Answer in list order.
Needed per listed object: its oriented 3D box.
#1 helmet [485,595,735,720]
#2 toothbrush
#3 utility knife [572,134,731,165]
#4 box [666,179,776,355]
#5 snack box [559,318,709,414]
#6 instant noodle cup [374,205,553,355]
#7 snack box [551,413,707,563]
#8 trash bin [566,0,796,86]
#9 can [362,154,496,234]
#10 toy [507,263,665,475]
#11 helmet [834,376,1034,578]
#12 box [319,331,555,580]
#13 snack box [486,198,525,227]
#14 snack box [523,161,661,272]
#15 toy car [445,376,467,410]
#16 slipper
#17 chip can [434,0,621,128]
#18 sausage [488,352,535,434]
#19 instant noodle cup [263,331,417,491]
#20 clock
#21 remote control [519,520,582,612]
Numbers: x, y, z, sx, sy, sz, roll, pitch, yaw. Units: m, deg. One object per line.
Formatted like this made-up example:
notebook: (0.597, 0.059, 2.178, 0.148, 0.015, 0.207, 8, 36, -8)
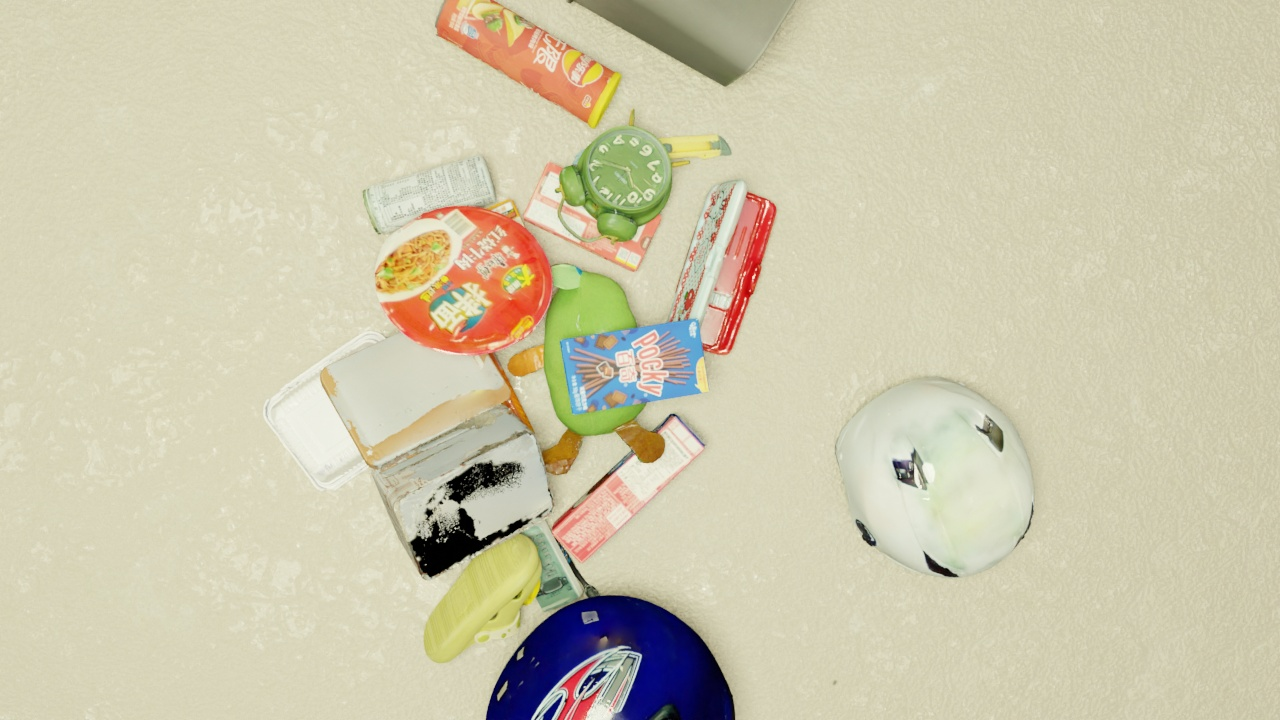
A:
helmet: (-0.055, 0.415, 1.021, 0.240, 0.247, 0.315, 38, 81, -23)
toothbrush: (-0.103, 0.230, 1.130, 0.014, 0.016, 0.189, -37, 94, -10)
utility knife: (0.014, -0.255, 1.121, 0.195, 0.020, 0.031, -6, 87, 0)
box: (0.099, -0.109, 1.088, 0.095, 0.101, 0.201, 18, 91, -4)
snack box: (-0.006, 0.006, 1.026, 0.157, 0.026, 0.084, -9, 93, -4)
instant noodle cup: (-0.197, -0.079, 1.031, 0.193, 0.066, 0.193, 5, 64, -10)
snack box: (-0.014, 0.153, 1.113, 0.207, 0.057, 0.058, -43, 92, -1)
trash bin: (0.060, -0.442, 1.034, 0.219, 0.198, 0.199, 31, 91, -13)
can: (-0.246, -0.194, 1.078, 0.146, 0.058, 0.058, -17, 94, -4)
toy: (-0.053, 0.007, 1.084, 0.227, 0.090, 0.246, -5, 87, 12)
helmet: (0.371, 0.151, 1.098, 0.229, 0.146, 0.258, -24, 94, -3)
box: (-0.220, 0.093, 1.027, 0.178, 0.131, 0.272, -27, 100, -22)
snack box: (-0.208, -0.128, 1.100, 0.153, 0.026, 0.075, -25, 94, -3)
snack box: (-0.058, -0.172, 1.110, 0.153, 0.025, 0.075, 25, 89, -5)
toy car: (-0.235, 0.009, 1.100, 0.054, 0.037, 0.120, -44, 105, -4)
slipper: (-0.180, 0.289, 1.098, 0.191, 0.091, 0.081, -46, 128, 10)
chip can: (-0.130, -0.358, 1.074, 0.216, 0.073, 0.073, 31, 90, -5)
sausage: (-0.167, 0.034, 1.113, 0.021, 0.021, 0.165, -26, 94, -3)
instant noodle cup: (-0.348, 0.061, 1.082, 0.173, 0.060, 0.138, -35, 95, -4)
clock: (-0.028, -0.205, 1.070, 0.116, 0.056, 0.161, 42, 80, -1)
remote control: (-0.125, 0.239, 1.119, 0.056, 0.019, 0.135, -26, 95, 16)
